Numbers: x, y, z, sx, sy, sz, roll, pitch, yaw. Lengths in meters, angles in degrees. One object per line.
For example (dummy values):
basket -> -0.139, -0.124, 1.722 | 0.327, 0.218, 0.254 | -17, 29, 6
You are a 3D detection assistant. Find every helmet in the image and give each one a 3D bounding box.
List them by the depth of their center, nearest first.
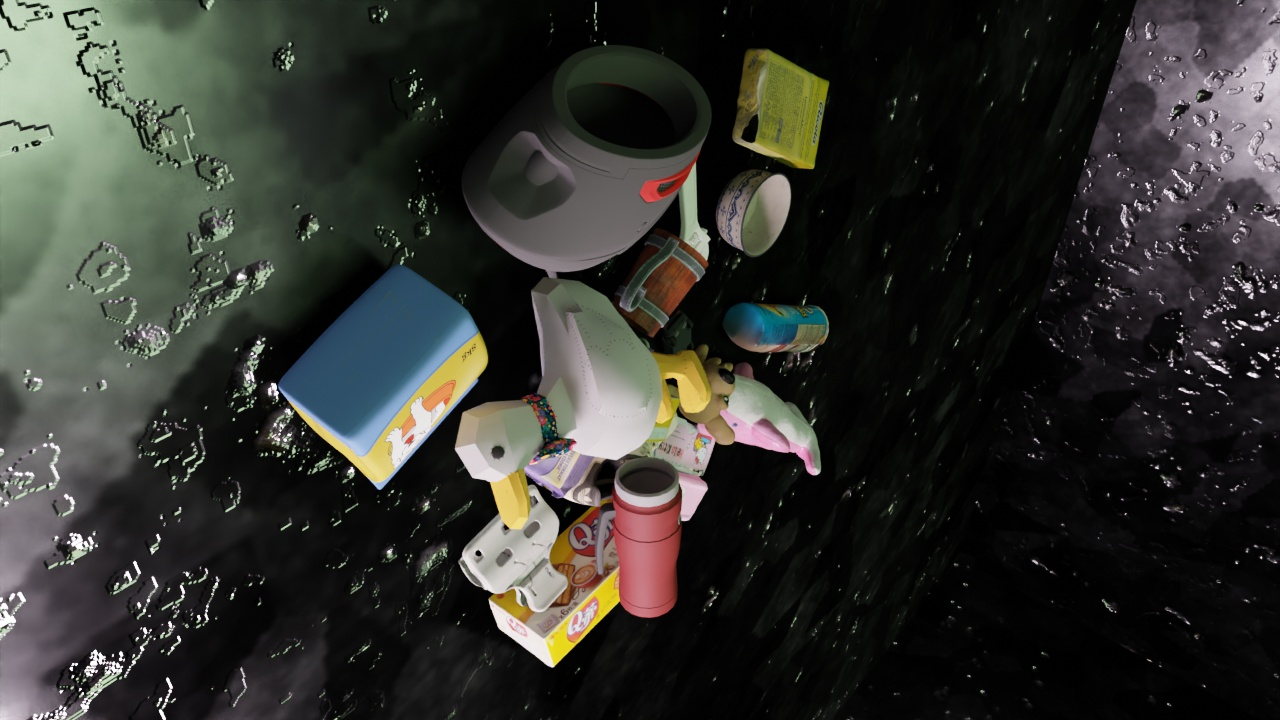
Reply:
helmet -> -0.056, -0.175, 0.865 | 0.263, 0.164, 0.170 | -38, 170, -42

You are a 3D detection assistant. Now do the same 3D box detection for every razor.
razor -> -0.078, -0.102, 0.996 | 0.057, 0.060, 0.156 | -40, 123, -13

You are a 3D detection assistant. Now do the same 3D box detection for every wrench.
wrench -> 0.058, -0.216, 1.137 | 0.066, 0.018, 0.274 | -39, 140, -33

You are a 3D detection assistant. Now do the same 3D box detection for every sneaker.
sneaker -> -0.014, 0.120, 1.202 | 0.240, 0.102, 0.089 | -27, 134, -43

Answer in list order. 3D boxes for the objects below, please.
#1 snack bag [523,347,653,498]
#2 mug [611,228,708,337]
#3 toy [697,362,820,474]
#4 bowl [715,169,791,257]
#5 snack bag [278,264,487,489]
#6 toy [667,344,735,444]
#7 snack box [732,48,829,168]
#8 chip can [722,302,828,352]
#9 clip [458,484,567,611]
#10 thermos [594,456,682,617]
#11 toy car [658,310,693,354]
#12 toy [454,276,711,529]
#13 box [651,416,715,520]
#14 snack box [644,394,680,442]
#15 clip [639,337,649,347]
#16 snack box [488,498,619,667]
snack bag -> -0.072, 0.055, 1.079 | 0.205, 0.096, 0.058 | -59, 154, -5
mug -> 0.016, -0.096, 1.099 | 0.111, 0.081, 0.117 | -56, 166, -4
toy -> 0.170, 0.098, 1.426 | 0.265, 0.186, 0.128 | 27, 122, -36
bowl -> 0.145, -0.203, 1.230 | 0.115, 0.059, 0.116 | -34, 139, -37
snack bag -> -0.221, 0.032, 0.859 | 0.158, 0.102, 0.205 | -50, 163, -19
toy -> 0.089, 0.038, 1.280 | 0.106, 0.134, 0.108 | -44, -159, 27
snack box -> 0.180, -0.324, 1.191 | 0.180, 0.045, 0.121 | 0, 101, -54
chip can -> 0.214, -0.050, 1.432 | 0.229, 0.080, 0.080 | -2, 115, -54
clip -> -0.154, 0.239, 1.133 | 0.125, 0.092, 0.151 | -42, 130, -27
thermos -> -0.003, 0.222, 1.133 | 0.108, 0.084, 0.199 | -7, 123, -10
toy car -> 0.047, -0.029, 1.241 | 0.046, 0.034, 0.112 | -48, 161, -17
toy -> -0.068, 0.034, 0.939 | 0.267, 0.141, 0.246 | -6, 81, -31
box -> 0.054, 0.168, 1.394 | 0.201, 0.045, 0.154 | 26, 91, -59
snack box -> -0.021, 0.055, 1.141 | 0.083, 0.106, 0.061 | 5, 107, -57
clip -> -0.007, 0.007, 1.205 | 0.035, 0.023, 0.074 | -30, 138, -42
snack box -> -0.080, 0.286, 1.226 | 0.229, 0.110, 0.062 | -39, 135, -33
